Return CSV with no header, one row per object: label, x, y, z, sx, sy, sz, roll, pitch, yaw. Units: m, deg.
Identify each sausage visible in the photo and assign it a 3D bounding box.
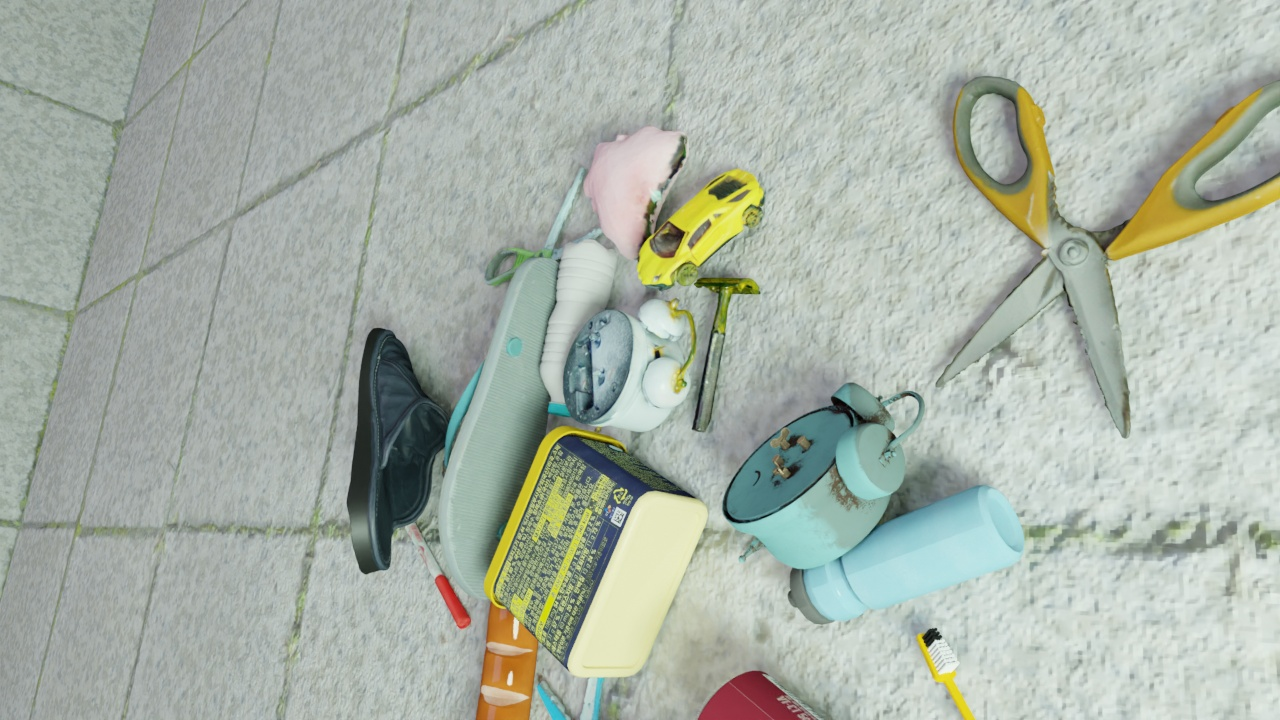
sausage,-0.099,0.246,0.668,0.039,0.044,0.164,5,76,7

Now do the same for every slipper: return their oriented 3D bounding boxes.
slipper,-0.212,0.073,0.839,0.265,0.083,0.109,-105,11,-48
slipper,-0.114,0.046,0.713,0.055,0.098,0.268,5,78,33

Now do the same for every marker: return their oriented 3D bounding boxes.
marker,-0.181,0.184,0.803,0.142,0.012,0.013,42,107,47

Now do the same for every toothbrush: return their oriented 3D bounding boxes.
toothbrush,0.172,0.206,0.402,0.196,0.031,0.031,-113,31,-42

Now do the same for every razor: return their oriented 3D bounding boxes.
razor,0.049,-0.004,0.616,0.043,0.026,0.106,8,86,46

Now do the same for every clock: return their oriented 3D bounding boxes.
clock,-0.004,0.004,0.637,0.118,0.057,0.083,-31,52,42
clock,0.101,0.059,0.491,0.124,0.053,0.089,-37,14,23

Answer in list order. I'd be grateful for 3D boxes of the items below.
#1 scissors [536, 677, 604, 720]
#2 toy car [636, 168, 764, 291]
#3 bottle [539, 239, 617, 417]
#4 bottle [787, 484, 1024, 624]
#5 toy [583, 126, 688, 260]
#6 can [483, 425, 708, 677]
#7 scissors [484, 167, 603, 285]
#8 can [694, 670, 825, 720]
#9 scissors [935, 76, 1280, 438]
scissors,-0.042,0.272,0.621,0.134,0.011,0.140,37,104,45
toy car,0.039,-0.090,0.632,0.107,0.030,0.049,-44,42,-4
bottle,-0.050,-0.024,0.713,0.044,0.044,0.136,-1,75,47
bottle,0.129,0.105,0.474,0.130,0.040,0.040,-33,54,36
toy,-0.010,-0.134,0.705,0.093,0.050,0.102,31,103,45
can,-0.030,0.128,0.615,0.104,0.075,0.135,28,97,46
scissors,-0.082,-0.082,0.798,0.172,0.024,0.165,-17,59,46
can,0.081,0.214,0.469,0.114,0.063,0.063,27,96,49
scissors,0.221,-0.077,0.459,0.226,0.016,0.229,-45,47,28
